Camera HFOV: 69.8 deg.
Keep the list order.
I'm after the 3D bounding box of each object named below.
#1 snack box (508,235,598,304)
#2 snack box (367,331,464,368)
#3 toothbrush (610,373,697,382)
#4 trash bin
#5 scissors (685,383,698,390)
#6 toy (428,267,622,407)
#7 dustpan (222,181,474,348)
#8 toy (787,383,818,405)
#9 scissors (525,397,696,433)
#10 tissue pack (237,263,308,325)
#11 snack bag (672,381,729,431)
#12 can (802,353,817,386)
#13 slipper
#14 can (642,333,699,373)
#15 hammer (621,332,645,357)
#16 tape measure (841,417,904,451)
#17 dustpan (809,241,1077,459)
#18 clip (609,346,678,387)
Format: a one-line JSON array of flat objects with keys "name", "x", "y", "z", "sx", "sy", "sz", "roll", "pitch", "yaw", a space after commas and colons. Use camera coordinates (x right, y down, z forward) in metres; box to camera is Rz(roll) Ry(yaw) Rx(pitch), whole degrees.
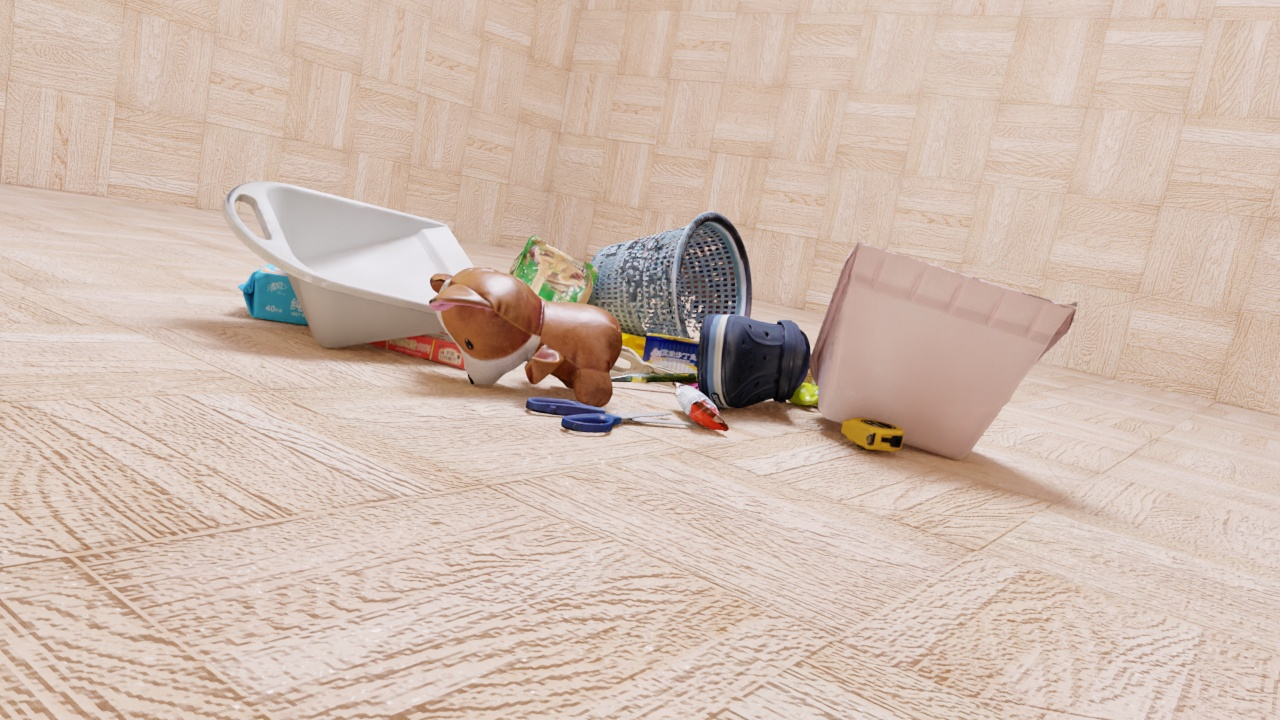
[{"name": "snack box", "x": -0.150, "y": -0.105, "z": 1.346, "sx": 0.118, "sy": 0.117, "sz": 0.106, "roll": 28, "pitch": -12, "yaw": -26}, {"name": "snack box", "x": -0.238, "y": -0.021, "z": 1.035, "sx": 0.153, "sy": 0.025, "sz": 0.075, "roll": 13, "pitch": 10, "yaw": 20}, {"name": "toothbrush", "x": 0.003, "y": 0.017, "z": 1.056, "sx": 0.185, "sy": 0.017, "sz": 0.012, "roll": 1, "pitch": -6, "yaw": -24}, {"name": "trash bin", "x": 0.033, "y": -0.102, "z": 1.381, "sx": 0.195, "sy": 0.226, "sz": 0.226, "roll": 1, "pitch": 1, "yaw": 35}, {"name": "scissors", "x": 0.081, "y": 0.034, "z": 1.102, "sx": 0.054, "sy": 0.017, "sz": 0.133, "roll": 4, "pitch": 2, "yaw": 18}, {"name": "toy", "x": -0.121, "y": -0.025, "z": 0.914, "sx": 0.199, "sy": 0.130, "sz": 0.140, "roll": 30, "pitch": -1, "yaw": -21}, {"name": "dustpan", "x": -0.299, "y": -0.124, "z": 0.989, "sx": 0.257, "sy": 0.143, "sz": 0.222, "roll": -17, "pitch": 46, "yaw": -24}, {"name": "toy", "x": 0.234, "y": 0.046, "z": 1.154, "sx": 0.100, "sy": 0.031, "sz": 0.096, "roll": 10, "pitch": 11, "yaw": 21}, {"name": "scissors", "x": -0.030, "y": 0.051, "z": 0.860, "sx": 0.155, "sy": 0.012, "sz": 0.166, "roll": 13, "pitch": 7, "yaw": 15}, {"name": "tissue pack", "x": -0.397, "y": -0.079, "z": 1.095, "sx": 0.140, "sy": 0.063, "sz": 0.090, "roll": 9, "pitch": 10, "yaw": -13}, {"name": "snack bag", "x": 0.059, "y": 0.047, "z": 0.930, "sx": 0.048, "sy": 0.026, "sz": 0.104, "roll": 43, "pitch": 2, "yaw": -13}, {"name": "can", "x": 0.179, "y": 0.013, "z": 1.217, "sx": 0.146, "sy": 0.058, "sz": 0.058, "roll": 8, "pitch": 9, "yaw": -19}, {"name": "slipper", "x": 0.147, "y": 0.004, "z": 1.043, "sx": 0.095, "sy": 0.105, "sz": 0.252, "roll": 3, "pitch": 1, "yaw": 31}, {"name": "can", "x": 0.070, "y": 0.000, "z": 1.156, "sx": 0.148, "sy": 0.049, "sz": 0.074, "roll": 10, "pitch": 0, "yaw": 29}, {"name": "hammer", "x": -0.066, "y": -0.016, "z": 1.199, "sx": 0.129, "sy": 0.033, "sz": 0.300, "roll": 11, "pitch": 8, "yaw": 15}, {"name": "tape measure", "x": 0.241, "y": 0.079, "z": 0.946, "sx": 0.057, "sy": 0.029, "sz": 0.060, "roll": 7, "pitch": 9, "yaw": -19}, {"name": "dustpan", "x": 0.296, "y": -0.011, "z": 0.998, "sx": 0.222, "sy": 0.274, "sz": 0.138, "roll": 21, "pitch": 32, "yaw": 4}, {"name": "clip", "x": -0.008, "y": 0.005, "z": 1.122, "sx": 0.102, "sy": 0.035, "sz": 0.094, "roll": 12, "pitch": 8, "yaw": -22}]
